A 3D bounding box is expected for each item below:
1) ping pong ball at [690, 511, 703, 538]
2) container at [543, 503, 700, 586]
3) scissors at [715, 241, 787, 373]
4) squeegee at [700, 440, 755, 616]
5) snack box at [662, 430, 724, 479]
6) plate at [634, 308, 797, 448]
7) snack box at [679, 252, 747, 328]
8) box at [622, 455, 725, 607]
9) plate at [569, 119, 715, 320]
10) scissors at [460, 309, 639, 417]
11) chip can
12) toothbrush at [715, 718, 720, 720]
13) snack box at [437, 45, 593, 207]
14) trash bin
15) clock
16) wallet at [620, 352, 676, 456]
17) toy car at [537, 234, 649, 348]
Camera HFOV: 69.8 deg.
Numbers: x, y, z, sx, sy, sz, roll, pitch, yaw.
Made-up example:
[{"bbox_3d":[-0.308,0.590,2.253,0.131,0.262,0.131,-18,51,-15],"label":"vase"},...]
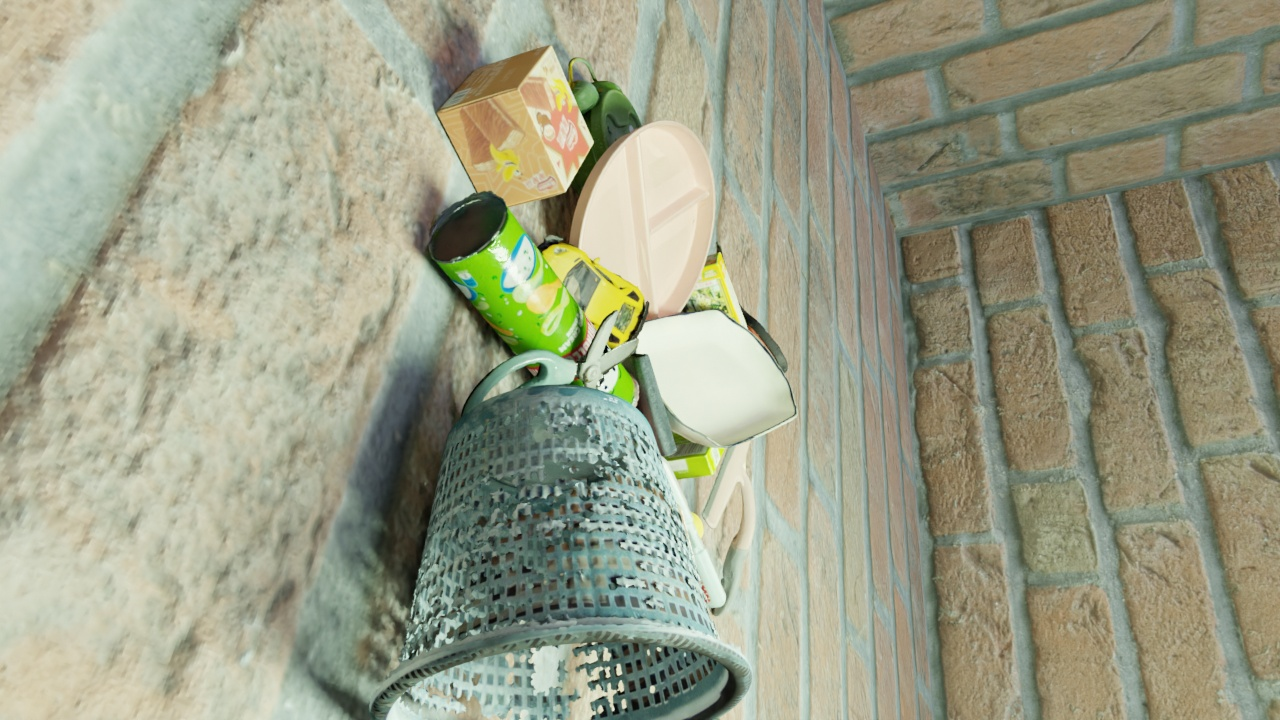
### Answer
[{"bbox_3d":[0.049,0.186,1.009,0.040,0.040,0.040,-10,90,-67],"label":"ping pong ball"},{"bbox_3d":[-0.022,0.177,0.757,0.089,0.111,0.090,-37,115,-64],"label":"container"},{"bbox_3d":[0.116,-0.072,1.168,0.233,0.021,0.221,55,-11,13],"label":"scissors"},{"bbox_3d":[0.108,0.200,1.040,0.246,0.040,0.250,-58,155,-56],"label":"squeegee"},{"bbox_3d":[0.056,0.083,1.011,0.156,0.086,0.026,-54,128,-60],"label":"snack box"},{"bbox_3d":[0.077,0.022,0.989,0.162,0.034,0.265,54,31,13],"label":"plate"},{"bbox_3d":[0.075,-0.055,1.106,0.033,0.087,0.140,-78,150,-52],"label":"snack box"},{"bbox_3d":[0.018,0.143,0.879,0.102,0.101,0.201,-69,142,-49],"label":"box"},{"bbox_3d":[0.004,-0.129,0.936,0.228,0.028,0.230,-31,131,-45],"label":"plate"},{"bbox_3d":[-0.064,0.045,0.746,0.169,0.019,0.181,-29,132,-30],"label":"scissors"},{"bbox_3d":[-0.081,-0.031,0.754,0.236,0.072,0.072,55,33,-44],"label":"chip can"},{"bbox_3d":[0.065,0.379,1.006,0.186,0.012,0.017,59,42,-41],"label":"toothbrush"},{"bbox_3d":[-0.101,-0.194,0.766,0.092,0.077,0.094,-71,144,-49],"label":"snack box"},{"bbox_3d":[-0.055,0.134,0.605,0.226,0.227,0.194,52,23,-48],"label":"trash bin"},{"bbox_3d":[-0.041,-0.233,0.949,0.116,0.056,0.161,-38,116,-65],"label":"clock"},{"bbox_3d":[-0.003,0.037,0.886,0.121,0.019,0.097,-171,-115,-70],"label":"wallet"},{"bbox_3d":[-0.049,-0.057,0.839,0.155,0.041,0.071,31,84,-52],"label":"toy car"}]
